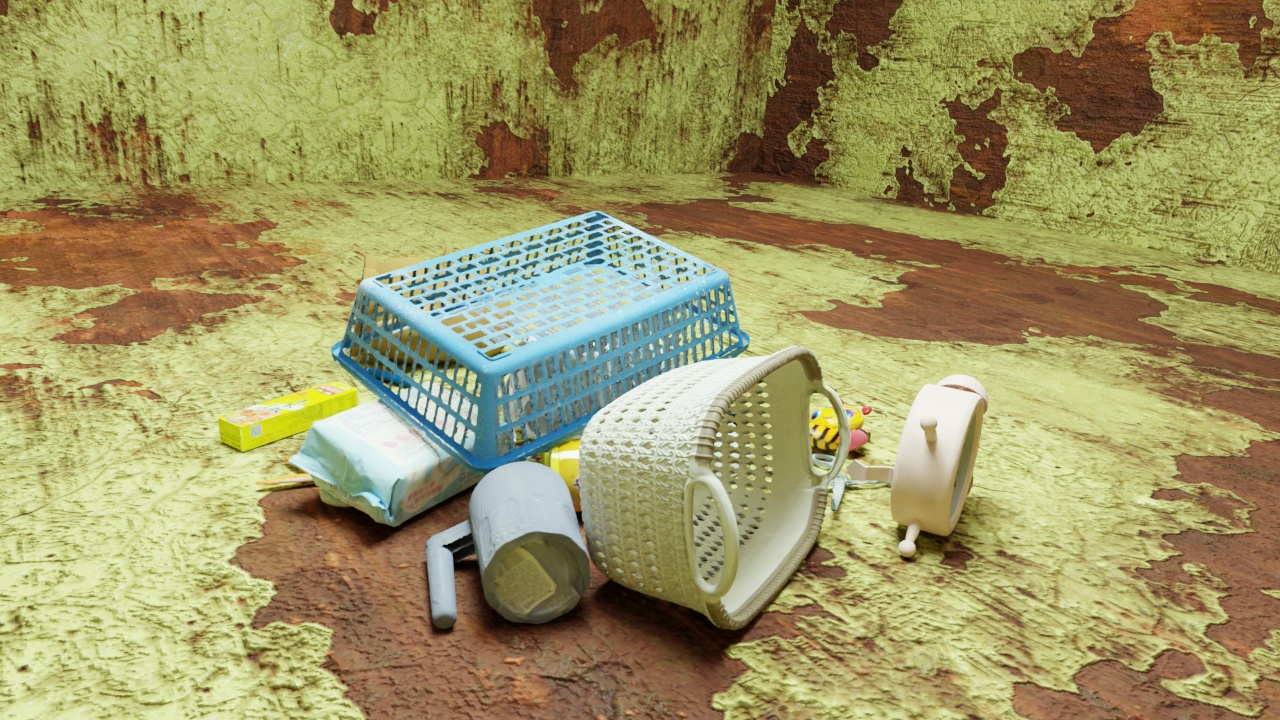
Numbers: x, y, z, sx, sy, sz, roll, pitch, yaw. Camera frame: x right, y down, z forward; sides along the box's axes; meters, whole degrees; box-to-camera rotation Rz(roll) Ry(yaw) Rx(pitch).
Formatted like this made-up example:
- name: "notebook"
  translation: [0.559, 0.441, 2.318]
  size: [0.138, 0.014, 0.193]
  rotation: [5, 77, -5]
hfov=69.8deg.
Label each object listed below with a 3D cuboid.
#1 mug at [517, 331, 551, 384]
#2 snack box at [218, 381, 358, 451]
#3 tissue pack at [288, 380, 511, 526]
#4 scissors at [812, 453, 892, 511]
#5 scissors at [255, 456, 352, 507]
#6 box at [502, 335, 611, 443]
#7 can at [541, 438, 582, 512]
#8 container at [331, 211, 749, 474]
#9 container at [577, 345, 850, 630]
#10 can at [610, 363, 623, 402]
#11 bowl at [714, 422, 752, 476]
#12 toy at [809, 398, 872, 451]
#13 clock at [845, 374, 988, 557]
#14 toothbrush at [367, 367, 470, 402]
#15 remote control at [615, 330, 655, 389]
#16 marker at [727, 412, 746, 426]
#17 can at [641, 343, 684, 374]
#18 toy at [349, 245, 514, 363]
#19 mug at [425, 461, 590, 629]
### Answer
- name: "mug"
  translation: [-0.101, 0.008, 1.133]
  size: [0.107, 0.071, 0.089]
  rotation: [33, 11, 1]
- name: "snack box"
  translation: [-0.369, 0.057, 0.972]
  size: [0.040, 0.029, 0.147]
  rotation: [15, 21, 30]
- name: "tissue pack"
  translation: [-0.212, 0.084, 0.837]
  size: [0.112, 0.070, 0.181]
  rotation: [27, 27, 23]
- name: "scissors"
  translation: [0.214, 0.121, 0.912]
  size: [0.173, 0.014, 0.141]
  rotation: [3, 15, -5]
- name: "scissors"
  translation: [-0.290, 0.110, 0.853]
  size: [0.125, 0.011, 0.127]
  rotation: [-5, 19, -26]
- name: "box"
  translation: [-0.094, 0.042, 0.945]
  size: [0.126, 0.109, 0.136]
  rotation: [4, 17, -1]
- name: "can"
  translation: [-0.036, 0.104, 0.830]
  size: [0.105, 0.068, 0.067]
  rotation: [1, 18, -10]
- name: "container"
  translation: [-0.089, -0.047, 0.913]
  size: [0.257, 0.089, 0.361]
  rotation: [30, 40, 35]
- name: "container"
  translation: [0.061, 0.089, 0.732]
  size: [0.143, 0.185, 0.245]
  rotation: [2, 14, 30]
- name: "can"
  translation: [-0.025, 0.026, 1.040]
  size: [0.043, 0.086, 0.086]
  rotation: [-12, 23, -35]
- name: "bowl"
  translation: [0.044, 0.077, 0.964]
  size: [0.149, 0.043, 0.149]
  rotation: [3, 18, -1]
- name: "toy"
  translation: [0.209, 0.074, 1.007]
  size: [0.103, 0.046, 0.084]
  rotation: [-17, 33, -39]
- name: "clock"
  translation: [0.261, 0.086, 0.835]
  size: [0.086, 0.131, 0.160]
  rotation: [16, 22, 34]
- name: "toothbrush"
  translation: [-0.267, 0.030, 1.099]
  size: [0.168, 0.014, 0.014]
  rotation: [15, 10, 29]
- name: "remote control"
  translation: [-0.006, 0.006, 0.991]
  size: [0.033, 0.013, 0.136]
  rotation: [-6, 46, -27]
- name: "marker"
  translation: [0.059, 0.058, 1.056]
  size: [0.126, 0.025, 0.025]
  rotation: [7, 19, 12]
- name: "can"
  translation: [0.000, 0.008, 1.135]
  size: [0.127, 0.064, 0.064]
  rotation: [14, 21, 29]
- name: "toy"
  translation: [-0.261, -0.068, 1.193]
  size: [0.203, 0.163, 0.198]
  rotation: [9, 18, -18]
- name: "mug"
  translation: [-0.104, 0.145, 0.695]
  size: [0.124, 0.084, 0.104]
  rotation: [-24, 25, -5]
